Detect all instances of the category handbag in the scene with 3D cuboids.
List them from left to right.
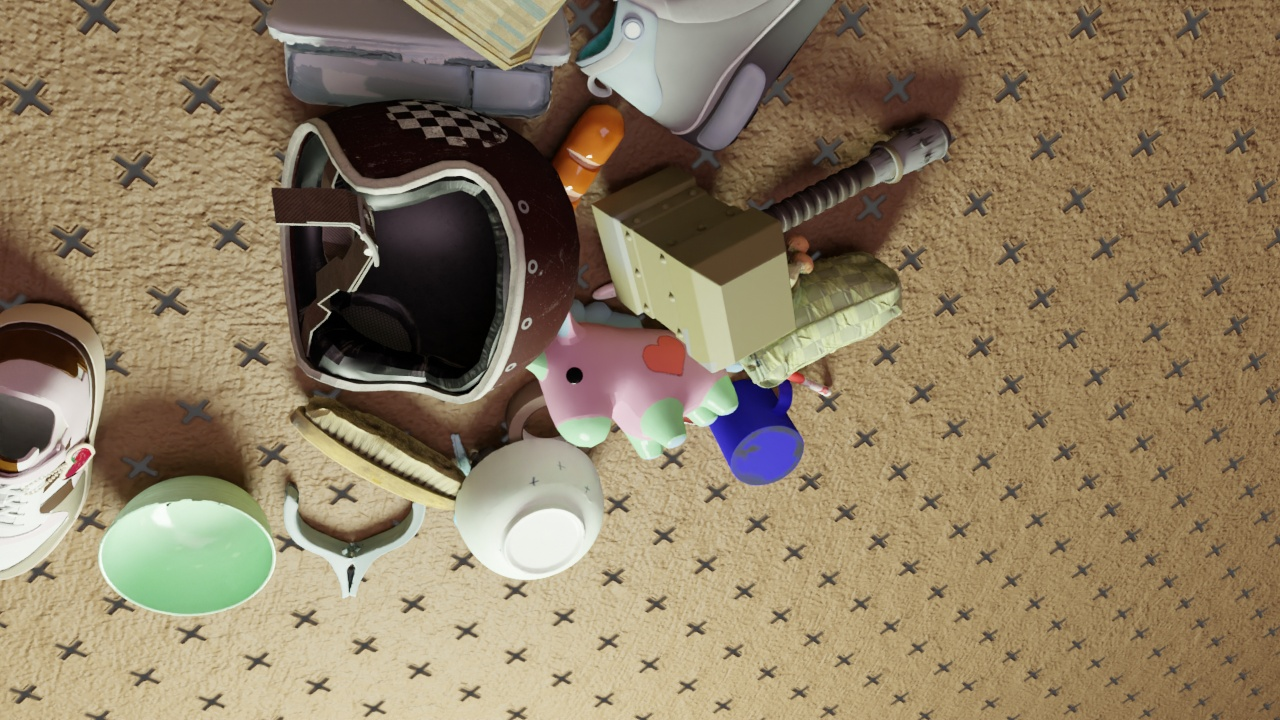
[{"bbox_3d":[0.152,-0.062,0.875,0.186,0.113,0.117,-25,124,-3],"label":"handbag"}]

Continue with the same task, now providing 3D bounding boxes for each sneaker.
[{"bbox_3d":[-0.531,0.101,0.778,0.111,0.116,0.294,20,116,-27],"label":"sneaker"},{"bbox_3d":[0.061,-0.292,0.691,0.160,0.092,0.257,23,126,-17],"label":"sneaker"}]

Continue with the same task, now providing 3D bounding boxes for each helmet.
[{"bbox_3d":[-0.167,-0.083,0.679,0.253,0.233,0.234,-4,137,-33],"label":"helmet"}]

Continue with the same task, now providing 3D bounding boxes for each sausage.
[{"bbox_3d":[-0.066,-0.148,0.788,0.039,0.044,0.165,15,121,-37],"label":"sausage"}]

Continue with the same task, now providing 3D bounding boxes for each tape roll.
[{"bbox_3d":[-0.089,0.063,0.935,0.093,0.030,0.094,-8,125,-11],"label":"tape roll"}]

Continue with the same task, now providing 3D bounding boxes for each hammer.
[{"bbox_3d":[0.143,-0.136,0.806,0.324,0.190,0.101,-29,128,-17],"label":"hammer"}]

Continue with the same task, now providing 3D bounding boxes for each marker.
[{"bbox_3d":[0.172,0.022,0.960,0.013,0.013,0.142,-45,150,15],"label":"marker"}]

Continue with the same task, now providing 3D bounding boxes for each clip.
[{"bbox_3d":[-0.317,0.169,0.946,0.164,0.031,0.169,31,109,-29],"label":"clip"}]

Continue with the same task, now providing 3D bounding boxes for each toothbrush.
[{"bbox_3d":[0.041,-0.088,0.879,0.181,0.018,0.016,-18,123,-3],"label":"toothbrush"}]

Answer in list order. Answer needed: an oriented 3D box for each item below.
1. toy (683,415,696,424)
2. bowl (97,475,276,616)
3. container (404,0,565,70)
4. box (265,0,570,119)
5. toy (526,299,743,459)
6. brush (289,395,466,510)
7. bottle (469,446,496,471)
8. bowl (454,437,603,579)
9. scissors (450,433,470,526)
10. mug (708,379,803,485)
[{"bbox_3d":[0.014,0.035,0.947,0.111,0.030,0.049,13,91,-21],"label":"toy"},{"bbox_3d":[-0.427,0.166,0.878,0.150,0.077,0.151,-8,125,-11],"label":"bowl"},{"bbox_3d":[-0.092,-0.326,0.589,0.157,0.187,0.249,30,73,-31],"label":"container"},{"bbox_3d":[-0.163,-0.220,0.687,0.210,0.129,0.106,2,132,-11],"label":"box"},{"bbox_3d":[-0.005,0.005,0.876,0.221,0.171,0.120,-28,175,-33],"label":"toy"},{"bbox_3d":[-0.248,0.091,0.892,0.195,0.059,0.043,36,97,-32],"label":"brush"},{"bbox_3d":[-0.127,0.130,0.964,0.040,0.040,0.130,-43,124,14],"label":"bottle"},{"bbox_3d":[-0.104,0.160,0.921,0.153,0.073,0.154,-9,119,-17],"label":"bowl"},{"bbox_3d":[-0.180,0.130,0.970,0.055,0.015,0.136,-15,120,-8],"label":"scissors"},{"bbox_3d":[0.126,0.062,0.965,0.079,0.083,0.111,12,119,-23],"label":"mug"}]
